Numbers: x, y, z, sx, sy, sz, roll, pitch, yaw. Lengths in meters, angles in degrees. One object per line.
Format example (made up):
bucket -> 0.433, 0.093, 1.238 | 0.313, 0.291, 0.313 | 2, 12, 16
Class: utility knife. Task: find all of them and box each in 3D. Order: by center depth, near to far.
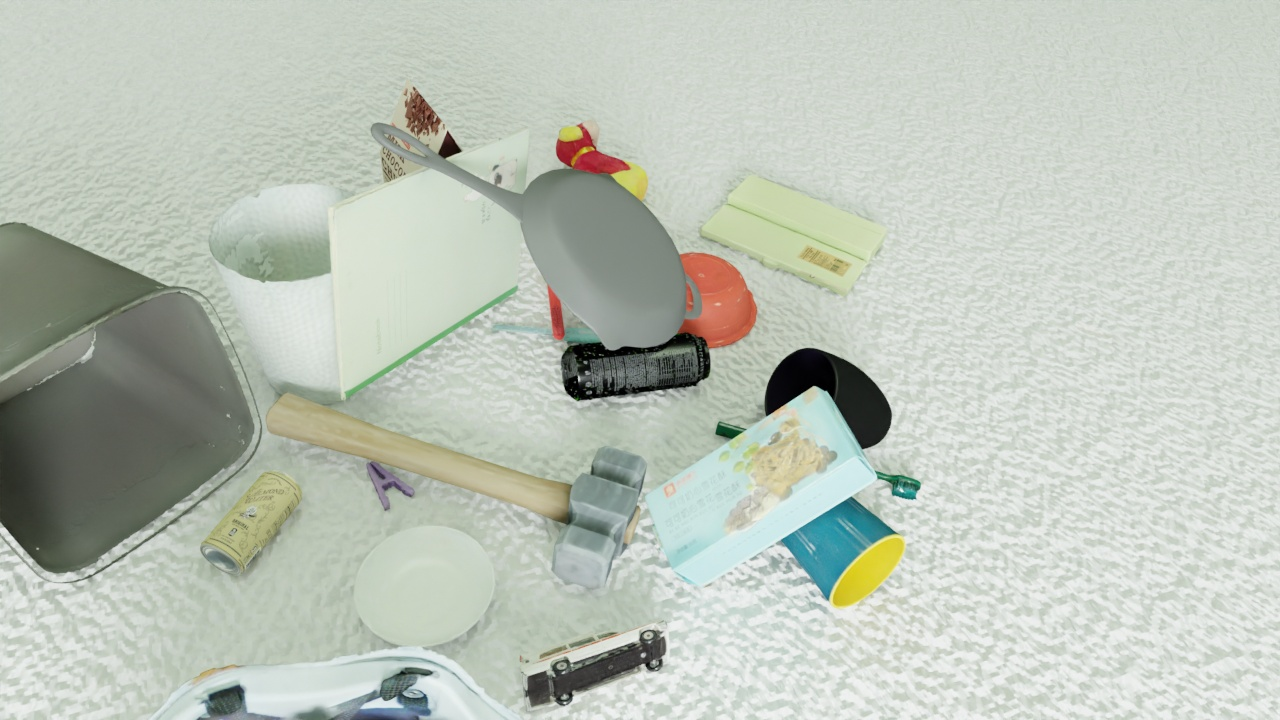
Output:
utility knife -> -0.062, -0.024, 0.925 | 0.177, 0.016, 0.022 | 4, 43, 2

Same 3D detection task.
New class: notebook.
notebook -> -0.181, -0.094, 0.827 | 0.010, 0.182, 0.251 | 24, 36, 20

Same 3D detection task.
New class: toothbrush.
toothbrush -> 0.159, 0.091, 0.833 | 0.190, 0.016, 0.017 | 16, 50, 10
toothbrush -> -0.095, -0.097, 0.977 | 0.012, 0.018, 0.212 | -6, 43, -6

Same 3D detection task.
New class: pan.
pan -> -0.071, -0.125, 0.817 | 0.354, 0.024, 0.216 | 25, 47, -31

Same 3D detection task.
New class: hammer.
hammer -> -0.157, 0.089, 0.764 | 0.323, 0.051, 0.117 | 16, 41, 7

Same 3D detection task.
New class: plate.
plate -> -0.164, 0.176, 0.701 | 0.104, 0.026, 0.104 | 3, 46, -3

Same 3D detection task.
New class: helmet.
helmet -> -0.158, 0.293, 0.490 | 0.263, 0.164, 0.236 | 4, 49, -13

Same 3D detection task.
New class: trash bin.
trash bin -> -0.461, 0.014, 0.719 | 0.220, 0.198, 0.196 | 27, 49, 27
trash bin -> -0.293, -0.052, 0.816 | 0.133, 0.162, 0.133 | 3, 45, -4

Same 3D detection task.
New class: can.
can -> -0.305, 0.126, 0.724 | 0.038, 0.038, 0.079 | 18, 46, 11
can -> -0.005, 0.005, 0.870 | 0.137, 0.054, 0.054 | -7, 47, -13

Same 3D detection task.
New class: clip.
clip -> -0.211, 0.104, 0.777 | 0.046, 0.014, 0.050 | -7, 49, -13

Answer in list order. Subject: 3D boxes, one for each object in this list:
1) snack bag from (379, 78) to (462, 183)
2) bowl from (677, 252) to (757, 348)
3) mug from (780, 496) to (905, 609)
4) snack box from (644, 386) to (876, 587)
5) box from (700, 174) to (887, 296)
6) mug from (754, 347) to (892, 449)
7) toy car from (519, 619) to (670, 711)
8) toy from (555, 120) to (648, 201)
snack bag -> -0.202, -0.160, 0.902 | 0.069, 0.207, 0.094 | -20, 51, -25
bowl -> 0.062, -0.073, 0.963 | 0.130, 0.045, 0.130 | 3, 45, -3
mug -> 0.146, 0.132, 0.753 | 0.078, 0.078, 0.121 | -21, 46, -25
snack box -> 0.092, 0.101, 0.726 | 0.175, 0.053, 0.075 | -34, 47, 13
box -> 0.180, -0.150, 1.072 | 0.187, 0.024, 0.137 | 27, 51, 19
mug -> 0.165, 0.043, 0.839 | 0.100, 0.119, 0.084 | 21, 75, -36
toy car -> -0.034, 0.217, 0.671 | 0.113, 0.039, 0.039 | -14, 27, -21
toy -> -0.056, -0.224, 1.095 | 0.105, 0.067, 0.137 | -28, 67, -27
